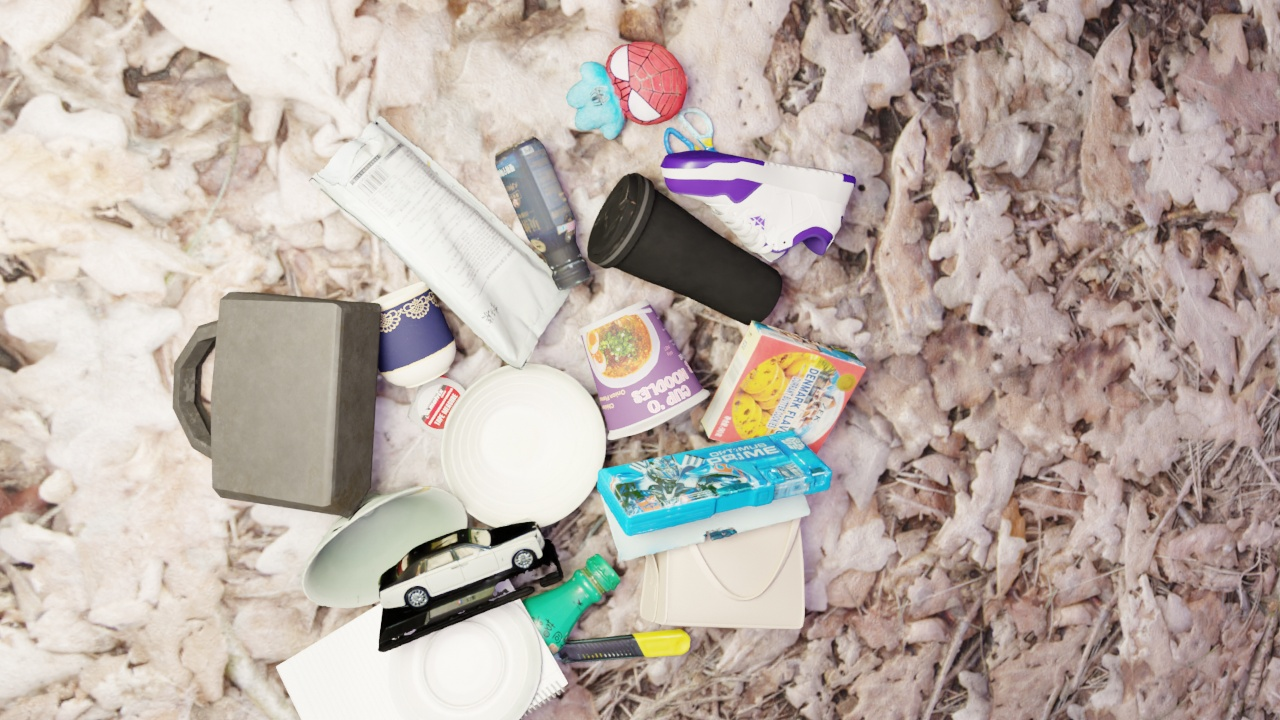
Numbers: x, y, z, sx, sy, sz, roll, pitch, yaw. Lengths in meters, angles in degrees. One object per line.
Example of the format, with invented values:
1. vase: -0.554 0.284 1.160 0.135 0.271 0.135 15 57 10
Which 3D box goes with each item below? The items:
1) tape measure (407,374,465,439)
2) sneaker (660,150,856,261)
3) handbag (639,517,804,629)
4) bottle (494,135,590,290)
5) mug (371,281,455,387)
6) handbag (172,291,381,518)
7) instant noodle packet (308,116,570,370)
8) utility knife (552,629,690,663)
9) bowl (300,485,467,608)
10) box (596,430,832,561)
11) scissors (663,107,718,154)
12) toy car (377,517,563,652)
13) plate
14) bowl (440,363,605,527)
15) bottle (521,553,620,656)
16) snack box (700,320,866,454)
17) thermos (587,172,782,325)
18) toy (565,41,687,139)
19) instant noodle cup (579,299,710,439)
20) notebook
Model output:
1. tape measure: -0.210 0.049 0.971 0.062 0.020 0.060 34 83 -18
2. sneaker: 0.126 -0.170 1.034 0.243 0.092 0.111 3 106 -25
3. handbag: 0.098 0.205 1.064 0.194 0.101 0.197 8 80 -20
4. bottle: -0.101 -0.154 0.974 0.056 0.056 0.161 -27 103 -16
5. mug: -0.245 -0.019 0.928 0.112 0.085 0.089 -17 105 18
6. handbag: -0.351 0.035 0.868 0.199 0.102 0.197 7 95 12
7. instant noodle packet: -0.194 -0.119 0.930 0.269 0.057 0.146 44 43 -17
8. utility knife: -0.031 0.331 1.059 0.187 0.020 0.029 2 92 -21
9. bowl: -0.267 0.171 0.932 0.174 0.068 0.174 -25 144 -20
10. box: 0.079 0.150 1.004 0.243 0.091 0.085 -9 121 -21
11. scissors: 0.080 -0.229 1.054 0.130 0.022 0.070 45 76 -23
12. toy car: -0.180 0.210 0.920 0.191 0.094 0.071 -19 107 -7
13. plate: -0.180 0.310 0.935 0.157 0.014 0.156 0 69 -1
14. bowl: -0.129 0.089 0.983 0.176 0.058 0.177 -2 95 -20
15. bottle: -0.114 0.293 1.001 0.209 0.068 0.068 -39 106 -13
16. snack box: 0.165 0.040 1.065 0.145 0.040 0.143 16 113 -20
17. thermos: 0.051 -0.114 1.012 0.218 0.106 0.106 25 86 -25
18. toy: -0.014 -0.293 0.992 0.133 0.062 0.092 -23 95 -5
19. instant noodle cup: -0.006 0.006 0.990 0.122 0.136 0.122 -24 93 11
20. notebook: -0.223 0.326 0.944 0.245 0.013 0.178 -30 75 -11
